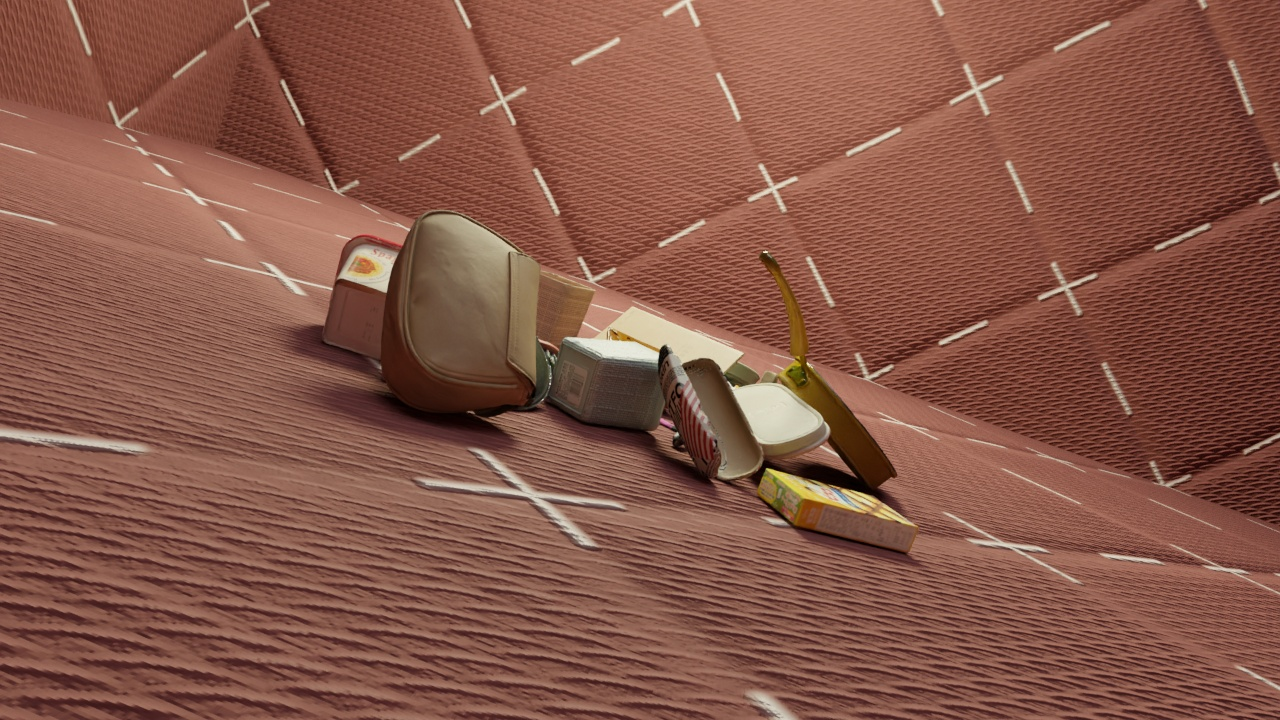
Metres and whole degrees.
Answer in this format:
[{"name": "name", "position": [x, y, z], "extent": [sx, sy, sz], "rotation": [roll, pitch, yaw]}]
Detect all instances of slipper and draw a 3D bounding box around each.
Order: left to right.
[{"name": "slipper", "position": [0.148, 0.080, 1.097], "extent": [0.114, 0.054, 0.274], "rotation": [-21, 12, -11]}]

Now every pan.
[{"name": "pan", "position": [0.218, 0.016, 1.139], "extent": [0.357, 0.078, 0.197], "rotation": [49, 4, -28]}]

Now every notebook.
[{"name": "notebook", "position": [0.023, -0.006, 1.348], "extent": [0.212, 0.012, 0.149], "rotation": [24, 49, 31]}]

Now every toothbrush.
[{"name": "toothbrush", "position": [-0.018, 0.050, 1.178], "extent": [0.189, 0.018, 0.014], "rotation": [26, 19, 37]}]

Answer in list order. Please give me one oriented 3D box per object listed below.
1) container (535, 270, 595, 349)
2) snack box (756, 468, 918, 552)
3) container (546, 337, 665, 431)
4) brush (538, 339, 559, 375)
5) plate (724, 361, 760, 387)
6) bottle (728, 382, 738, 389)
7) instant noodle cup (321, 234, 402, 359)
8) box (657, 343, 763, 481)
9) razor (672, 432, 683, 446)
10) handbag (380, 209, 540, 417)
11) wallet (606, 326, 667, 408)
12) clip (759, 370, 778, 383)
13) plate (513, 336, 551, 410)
[{"name": "container", "position": [-0.138, -0.072, 1.390], "extent": [0.090, 0.111, 0.090], "rotation": [22, 8, 25]}, {"name": "snack box", "position": [0.197, 0.151, 0.925], "extent": [0.140, 0.034, 0.087], "rotation": [15, 8, -20]}, {"name": "container", "position": [-0.037, 0.025, 1.045], "extent": [0.111, 0.090, 0.090], "rotation": [8, 13, -43]}, {"name": "brush", "position": [-0.153, -0.007, 1.071], "extent": [0.145, 0.063, 0.069], "rotation": [17, 21, -25]}, {"name": "plate", "position": [0.079, 0.008, 1.484], "extent": [0.230, 0.027, 0.230], "rotation": [16, -9, 2]}, {"name": "bottle", "position": [0.090, 0.037, 1.363], "extent": [0.108, 0.063, 0.063], "rotation": [20, 8, 2]}, {"name": "instant noodle cup", "position": [-0.287, -0.063, 1.002], "extent": [0.116, 0.117, 0.124], "rotation": [18, 20, -8]}, {"name": "box", "position": [0.073, 0.051, 0.979], "extent": [0.085, 0.075, 0.162], "rotation": [-10, 50, -20]}, {"name": "razor", "position": [0.067, 0.067, 1.089], "extent": [0.043, 0.022, 0.142], "rotation": [-18, 11, 31]}, {"name": "handbag", "position": [-0.171, -0.040, 0.879], "extent": [0.147, 0.100, 0.204], "rotation": [17, 51, -25]}, {"name": "wallet", "position": [-0.007, 0.007, 1.249], "extent": [0.119, 0.035, 0.130], "rotation": [28, 24, -15]}, {"name": "clip", "position": [0.161, 0.072, 1.236], "extent": [0.035, 0.099, 0.098], "rotation": [22, -21, 36]}, {"name": "plate", "position": [-0.162, -0.025, 0.977], "extent": [0.179, 0.024, 0.179], "rotation": [33, 31, -24]}]
